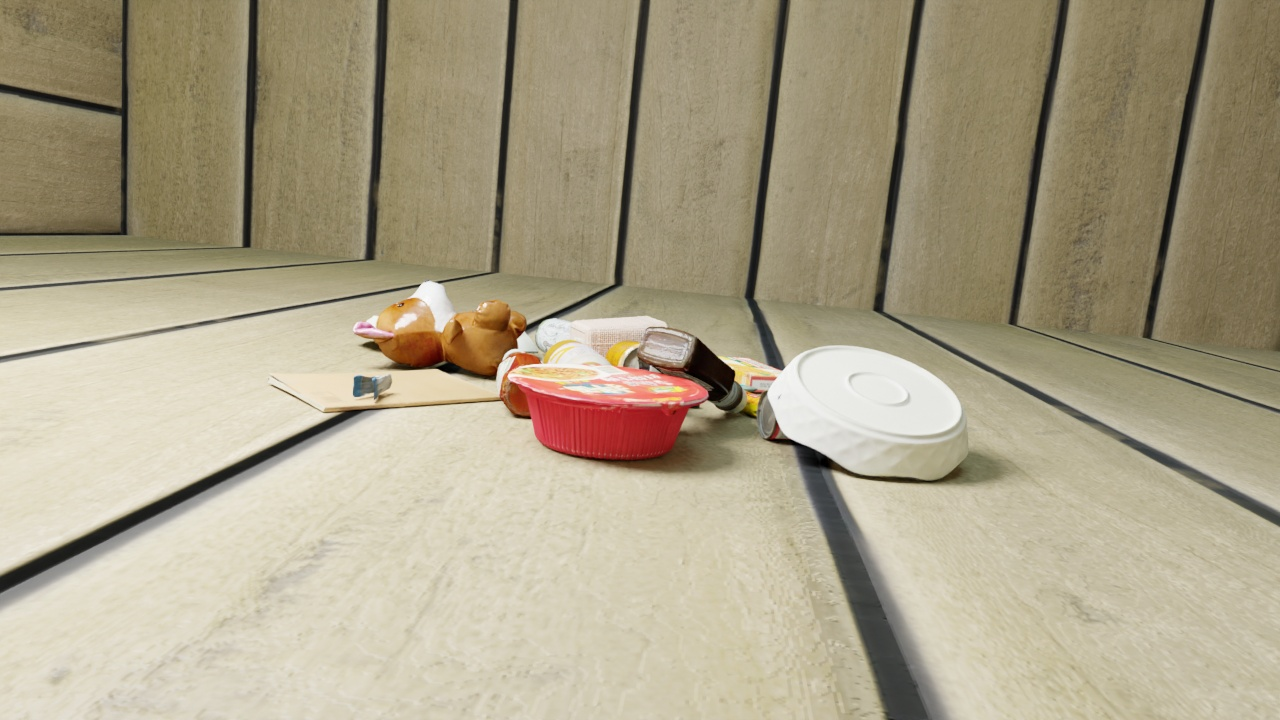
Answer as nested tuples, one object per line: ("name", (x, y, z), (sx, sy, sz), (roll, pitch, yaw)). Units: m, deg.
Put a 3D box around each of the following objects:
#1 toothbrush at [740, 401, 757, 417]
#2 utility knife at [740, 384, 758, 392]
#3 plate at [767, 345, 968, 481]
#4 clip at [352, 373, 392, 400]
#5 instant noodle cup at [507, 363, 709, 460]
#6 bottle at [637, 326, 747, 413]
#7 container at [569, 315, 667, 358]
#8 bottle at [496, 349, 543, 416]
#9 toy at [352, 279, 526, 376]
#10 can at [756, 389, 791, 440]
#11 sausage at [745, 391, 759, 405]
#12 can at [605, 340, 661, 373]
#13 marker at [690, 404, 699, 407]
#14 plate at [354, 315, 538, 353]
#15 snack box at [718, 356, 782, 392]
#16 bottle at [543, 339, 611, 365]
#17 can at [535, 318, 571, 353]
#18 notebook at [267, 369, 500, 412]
("toothbrush", (0.098, 0.047, 1.153), (0.016, 0.016, 0.190), (-4, 12, -27))
("utility knife", (0.089, 0.032, 1.265), (0.151, 0.013, 0.029), (8, 6, 33))
("plate", (0.234, 0.044, 0.929), (0.205, 0.046, 0.204), (8, 30, -5))
("clip", (-0.278, 0.026, 0.966), (0.045, 0.027, 0.058), (2, 6, 10))
("instant noodle cup", (-0.033, 0.049, 0.885), (0.194, 0.066, 0.193), (6, 10, -1))
("bottle", (0.069, 0.017, 1.019), (0.080, 0.044, 0.195), (14, -12, 32))
("container", (-0.032, -0.010, 1.219), (0.110, 0.090, 0.090), (-2, 11, -21))
("bottle", (-0.137, 0.018, 1.059), (0.059, 0.060, 0.206), (4, 8, -12))
("toy", (-0.257, -0.042, 1.190), (0.200, 0.130, 0.140), (-3, -9, 7))
("can", (0.196, 0.061, 0.990), (0.132, 0.053, 0.053), (3, 9, -14))
("sausage", (0.120, 0.045, 1.154), (0.021, 0.021, 0.165), (1, 10, -28))
("can", (-0.007, 0.006, 1.103), (0.058, 0.058, 0.146), (4, 2, -10))
("marker", (0.011, 0.047, 1.105), (0.124, 0.015, 0.018), (7, 7, -9))
("plate", (-0.282, -0.039, 1.351), (0.266, 0.034, 0.162), (6, 1, 7))
("snack box", (0.156, 0.020, 1.328), (0.077, 0.027, 0.156), (3, 9, -21))
("bottle", (-0.077, 0.013, 1.084), (0.068, 0.068, 0.189), (3, 9, -15))
("can", (-0.093, -0.026, 1.370), (0.058, 0.058, 0.147), (-2, 11, -42))
("notebook", (-0.285, 0.031, 1.029), (0.211, 0.012, 0.150), (-2, 12, -42))
